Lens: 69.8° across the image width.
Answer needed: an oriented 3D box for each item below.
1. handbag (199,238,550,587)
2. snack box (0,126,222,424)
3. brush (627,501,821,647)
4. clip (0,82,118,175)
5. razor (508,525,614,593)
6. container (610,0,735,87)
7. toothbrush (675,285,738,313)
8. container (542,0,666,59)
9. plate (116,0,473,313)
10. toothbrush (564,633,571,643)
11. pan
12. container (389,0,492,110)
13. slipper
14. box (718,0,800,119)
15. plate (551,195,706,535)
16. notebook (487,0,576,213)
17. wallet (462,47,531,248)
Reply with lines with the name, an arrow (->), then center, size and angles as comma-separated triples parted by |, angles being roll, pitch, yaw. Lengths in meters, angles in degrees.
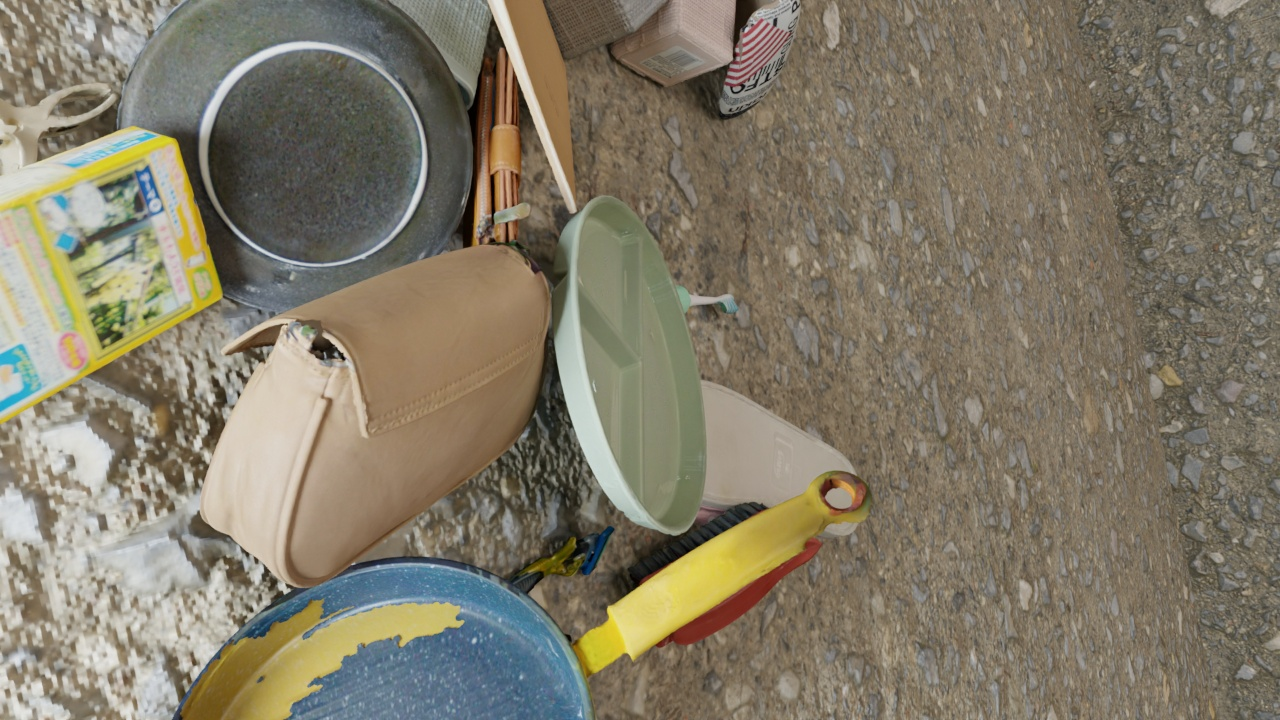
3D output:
handbag -> -0.131, 0.016, 0.480 | 0.203, 0.100, 0.148 | -35, 152, -56
snack box -> -0.255, -0.036, 0.395 | 0.140, 0.034, 0.087 | -44, 145, -43
brush -> 0.066, 0.158, 0.688 | 0.145, 0.069, 0.063 | -25, 121, -25
clip -> -0.287, -0.105, 0.400 | 0.098, 0.035, 0.099 | 36, 55, -38
razor -> -0.075, 0.148, 0.605 | 0.142, 0.022, 0.043 | -24, 143, -47
container -> 0.027, -0.306, 0.783 | 0.090, 0.090, 0.111 | 12, 76, -48
toothbrush -> 0.013, -0.048, 0.751 | 0.224, 0.027, 0.027 | -6, 64, -51
container -> -0.043, -0.304, 0.699 | 0.114, 0.090, 0.090 | 59, 44, -27
plate -> -0.169, -0.107, 0.478 | 0.179, 0.024, 0.180 | -12, 115, -27
toothbrush -> -0.105, 0.184, 0.563 | 0.189, 0.018, 0.014 | 9, 74, -50
pan -> -0.047, 0.147, 0.429 | 0.356, 0.197, 0.078 | -22, 143, -16
container -> -0.146, -0.208, 0.554 | 0.090, 0.090, 0.111 | 35, 53, -40
slipper -> 0.087, 0.092, 0.781 | 0.274, 0.055, 0.114 | 21, 61, -35
box -> 0.096, -0.293, 0.834 | 0.075, 0.162, 0.085 | -28, 76, -10
plate -> -0.004, 0.004, 0.618 | 0.229, 0.027, 0.230 | -12, 90, -71
notebook -> -0.071, -0.212, 0.597 | 0.211, 0.012, 0.150 | -98, 171, -49
wallet -> -0.096, -0.116, 0.576 | 0.035, 0.119, 0.130 | 3, 79, -21
